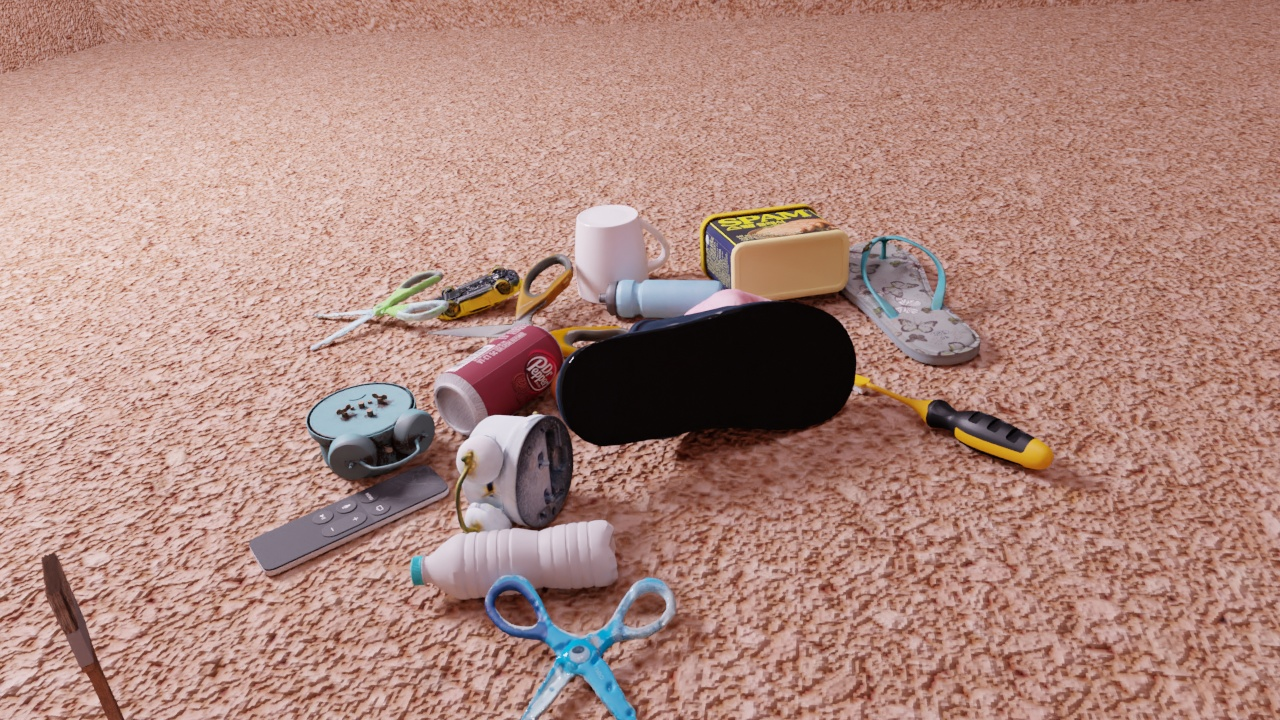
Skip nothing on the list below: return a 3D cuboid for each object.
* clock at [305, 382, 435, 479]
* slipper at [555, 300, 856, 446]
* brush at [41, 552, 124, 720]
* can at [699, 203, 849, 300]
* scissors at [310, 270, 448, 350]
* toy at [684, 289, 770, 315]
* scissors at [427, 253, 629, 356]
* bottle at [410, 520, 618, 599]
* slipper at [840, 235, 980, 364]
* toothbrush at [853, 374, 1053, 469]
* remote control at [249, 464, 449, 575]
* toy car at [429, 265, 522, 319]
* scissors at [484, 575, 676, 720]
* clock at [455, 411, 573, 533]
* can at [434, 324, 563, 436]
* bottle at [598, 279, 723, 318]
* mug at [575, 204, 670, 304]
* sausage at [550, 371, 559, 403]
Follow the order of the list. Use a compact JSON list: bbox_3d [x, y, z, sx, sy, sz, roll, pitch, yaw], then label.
[{"bbox_3d":[-0.220,0.061,0.756,0.089,0.053,0.124,-22,34,-27],"label":"clock"},{"bbox_3d":[0.051,0.008,0.763,0.265,0.109,0.083,-8,9,-20],"label":"slipper"},{"bbox_3d":[-0.282,0.170,0.480,0.008,0.143,0.045,-21,25,-29],"label":"brush"},{"bbox_3d":[0.143,-0.114,0.983,0.135,0.075,0.104,-9,25,-10],"label":"can"},{"bbox_3d":[-0.277,-0.054,0.986,0.166,0.024,0.171,23,50,40],"label":"scissors"},{"bbox_3d":[0.086,-0.042,0.892,0.093,0.050,0.102,-8,-9,38],"label":"toy"},{"bbox_3d":[-0.100,-0.041,0.931,0.225,0.016,0.229,2,43,7],"label":"scissors"},{"bbox_3d":[-0.084,0.135,0.616,0.136,0.044,0.044,-5,30,-2],"label":"bottle"},{"bbox_3d":[0.262,-0.079,0.944,0.098,0.055,0.268,-7,31,-1],"label":"slipper"},{"bbox_3d":[0.244,0.044,0.751,0.031,0.031,0.197,-28,35,-28],"label":"toothbrush"},{"bbox_3d":[-0.219,0.119,0.699,0.146,0.008,0.045,-23,35,-30],"label":"remote control"},{"bbox_3d":[-0.181,-0.072,1.006,0.107,0.030,0.049,-21,31,-1],"label":"toy car"},{"bbox_3d":[-0.042,0.170,0.561,0.140,0.011,0.133,24,47,22],"label":"scissors"},{"bbox_3d":[-0.096,0.084,0.667,0.057,0.083,0.117,5,19,25],"label":"clock"},{"bbox_3d":[-0.123,0.016,0.809,0.063,0.063,0.113,17,37,32],"label":"can"},{"bbox_3d":[0.020,-0.064,0.958,0.130,0.040,0.040,2,30,11],"label":"bottle"},{"bbox_3d":[-0.018,-0.124,1.020,0.114,0.088,0.081,-18,32,-22],"label":"mug"},{"bbox_3d":[-0.005,0.005,0.838,0.164,0.039,0.045,-19,-6,-25],"label":"sausage"}]
